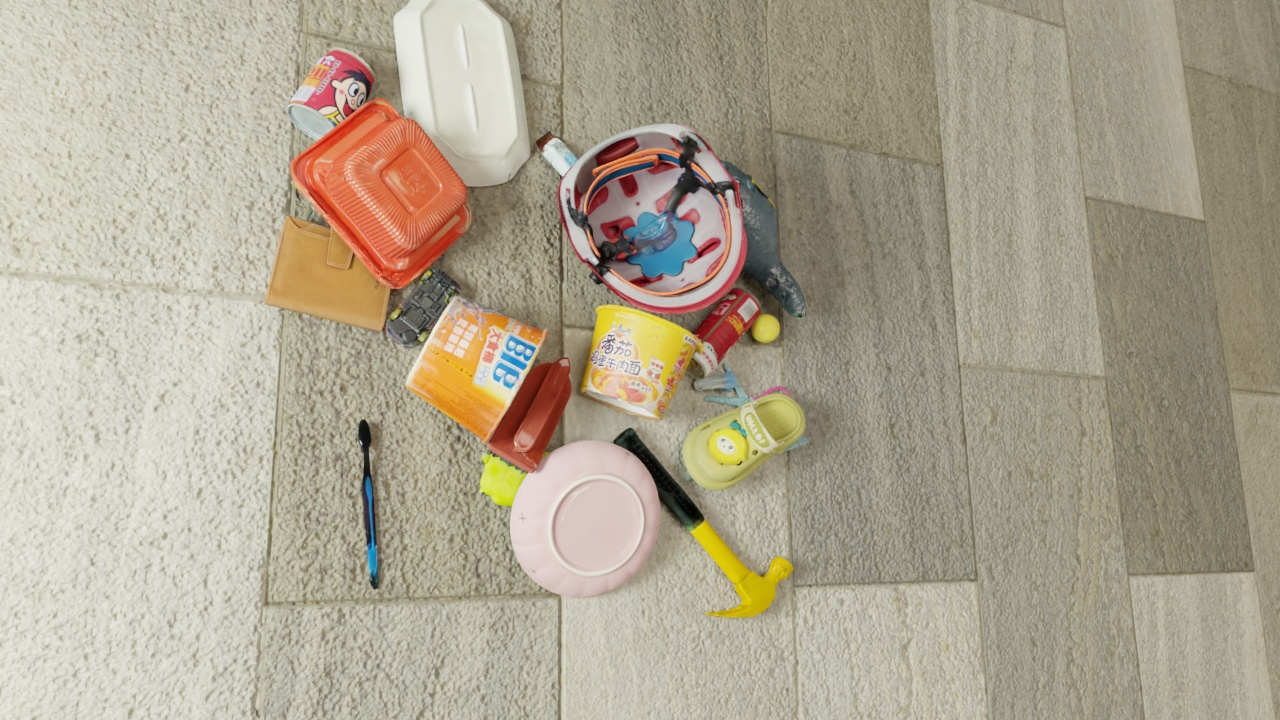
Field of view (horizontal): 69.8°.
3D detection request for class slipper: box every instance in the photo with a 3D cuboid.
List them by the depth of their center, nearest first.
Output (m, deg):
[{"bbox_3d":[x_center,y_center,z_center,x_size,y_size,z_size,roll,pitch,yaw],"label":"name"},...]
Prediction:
[{"bbox_3d":[0.142,0.093,1.197,0.190,0.082,0.091,-27,71,-25],"label":"slipper"}]

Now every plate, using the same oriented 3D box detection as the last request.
[{"bbox_3d":[-0.058,0.192,1.093,0.192,0.039,0.192,-2,95,-23],"label":"plate"},{"bbox_3d":[-0.220,-0.351,1.158,0.161,0.034,0.265,-4,81,-26],"label":"plate"}]

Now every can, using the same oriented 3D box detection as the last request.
[{"bbox_3d":[-0.357,-0.308,1.066,0.066,0.067,0.093,31,68,-17],"label":"can"},{"bbox_3d":[0.105,-0.036,1.237,0.053,0.053,0.132,46,65,-10],"label":"can"}]

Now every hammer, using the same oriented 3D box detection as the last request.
[{"bbox_3d":[0.070,0.209,1.182,0.128,0.033,0.301,-43,99,-27],"label":"hammer"}]

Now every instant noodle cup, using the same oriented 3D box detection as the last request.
[{"bbox_3d":[-0.189,0.004,1.042,0.111,0.152,0.151,29,68,-9],"label":"instant noodle cup"},{"bbox_3d":[-0.278,-0.193,1.046,0.189,0.079,0.164,53,53,-25],"label":"instant noodle cup"},{"bbox_3d":[-0.007,0.007,1.135,0.138,0.138,0.109,23,79,-20],"label":"instant noodle cup"}]

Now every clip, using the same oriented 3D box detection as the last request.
[{"bbox_3d":[0.098,0.031,1.235,0.058,0.043,0.026,-5,78,-11],"label":"clip"}]

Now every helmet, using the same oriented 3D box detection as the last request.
[{"bbox_3d":[0.022,-0.158,1.132,0.207,0.144,0.240,-29,83,-1],"label":"helmet"}]

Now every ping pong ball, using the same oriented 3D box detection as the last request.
[{"bbox_3d":[0.174,-0.045,1.278,0.040,0.040,0.040,5,77,-24],"label":"ping pong ball"}]

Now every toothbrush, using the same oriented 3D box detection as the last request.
[{"bbox_3d":[-0.305,0.160,1.027,0.014,0.016,0.189,-2,83,-35],"label":"toothbrush"}]

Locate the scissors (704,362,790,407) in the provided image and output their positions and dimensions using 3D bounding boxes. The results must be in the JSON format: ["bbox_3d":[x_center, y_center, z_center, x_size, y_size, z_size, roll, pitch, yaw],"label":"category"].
[{"bbox_3d":[0.148,0.066,1.259,0.133,0.017,0.130,6,80,-20],"label":"scissors"}]

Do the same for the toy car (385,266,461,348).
[{"bbox_3d":[-0.258,-0.061,1.081,0.049,0.031,0.106,38,63,-13],"label":"toy car"}]

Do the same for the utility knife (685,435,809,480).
[{"bbox_3d":[0.145,0.126,1.234,0.190,0.020,0.031,-13,85,-15],"label":"utility knife"}]

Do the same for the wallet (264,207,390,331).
[{"bbox_3d":[-0.350,-0.104,1.049,0.130,0.035,0.119,14,77,-25],"label":"wallet"}]

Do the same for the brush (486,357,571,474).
[{"bbox_3d":[-0.122,0.059,1.085,0.063,0.069,0.145,32,54,-10],"label":"brush"}]

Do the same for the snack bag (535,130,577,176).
[{"bbox_3d":[-0.094,-0.253,1.201,0.104,0.026,0.048,46,42,-9],"label":"snack bag"}]

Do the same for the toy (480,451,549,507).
[{"bbox_3d":[-0.143,0.142,1.095,0.100,0.031,0.096,-25,90,-30],"label":"toy"}]

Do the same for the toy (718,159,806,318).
[{"bbox_3d":[0.107,-0.196,1.252,0.356,0.091,0.137,37,78,-12],"label":"toy"}]
